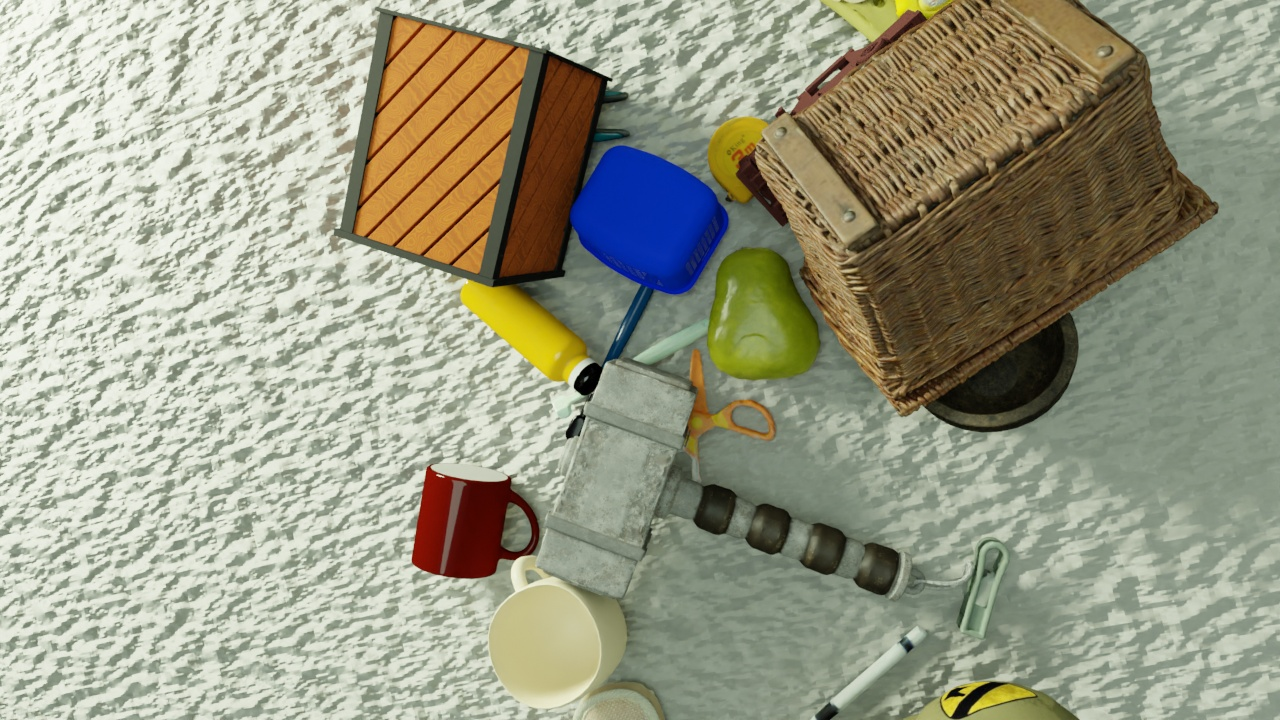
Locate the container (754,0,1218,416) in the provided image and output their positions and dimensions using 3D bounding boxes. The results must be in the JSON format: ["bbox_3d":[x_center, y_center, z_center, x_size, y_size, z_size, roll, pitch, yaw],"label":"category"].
[{"bbox_3d":[0.212,-0.117,0.609,0.250,0.183,0.162,-36,53,12],"label":"container"}]

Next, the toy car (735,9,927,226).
[{"bbox_3d":[0.152,-0.184,0.695,0.170,0.061,0.070,-40,110,18],"label":"toy car"}]

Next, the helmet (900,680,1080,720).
[{"bbox_3d":[0.211,0.333,0.586,0.233,0.255,0.250,-13,85,11],"label":"helmet"}]

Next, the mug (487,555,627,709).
[{"bbox_3d":[-0.066,0.214,0.753,0.096,0.099,0.120,-31,76,11],"label":"mug"}]

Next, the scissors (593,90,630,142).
[{"bbox_3d":[-0.078,-0.204,0.798,0.133,0.019,0.146,-44,84,16],"label":"scissors"}]

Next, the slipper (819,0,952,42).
[{"bbox_3d":[0.185,-0.301,0.696,0.190,0.081,0.092,39,97,15],"label":"slipper"}]

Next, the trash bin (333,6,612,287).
[{"bbox_3d":[-0.130,-0.166,0.736,0.140,0.139,0.172,19,104,14],"label":"trash bin"}]

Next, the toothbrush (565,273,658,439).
[{"bbox_3d":[-0.023,-0.004,0.786,0.014,0.014,0.168,28,96,13],"label":"toothbrush"}]

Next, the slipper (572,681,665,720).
[{"bbox_3d":[0.014,0.399,0.756,0.115,0.052,0.263,-22,84,15],"label":"slipper"}]

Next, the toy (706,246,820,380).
[{"bbox_3d":[0.096,-0.039,0.734,0.090,0.051,0.110,-5,86,13],"label":"toy"}]

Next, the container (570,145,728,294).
[{"bbox_3d":[0.005,-0.117,0.747,0.114,0.058,0.096,30,87,14],"label":"container"}]

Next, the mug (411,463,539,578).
[{"bbox_3d":[-0.138,0.139,0.793,0.105,0.073,0.082,9,93,-14],"label":"mug"}]

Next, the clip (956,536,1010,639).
[{"bbox_3d":[0.262,0.173,0.701,0.023,0.044,0.076,15,94,10],"label":"clip"}]

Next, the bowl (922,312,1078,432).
[{"bbox_3d":[0.259,0.001,0.681,0.121,0.056,0.121,-11,62,22],"label":"bowl"}]

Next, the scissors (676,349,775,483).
[{"bbox_3d":[0.048,0.056,0.767,0.125,0.011,0.131,16,94,14],"label":"scissors"}]

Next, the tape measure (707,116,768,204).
[{"bbox_3d":[0.084,-0.166,0.748,0.068,0.030,0.059,-46,80,4],"label":"tape measure"}]

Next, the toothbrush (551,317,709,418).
[{"bbox_3d":[-0.005,0.004,0.770,0.155,0.015,0.022,-29,62,5],"label":"toothbrush"}]

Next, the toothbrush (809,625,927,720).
[{"bbox_3d":[0.158,0.277,0.734,0.012,0.017,0.187,43,101,-9],"label":"toothbrush"}]

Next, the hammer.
[{"bbox_3d":[0.091,0.129,0.719,0.326,0.079,0.177,20,94,4],"label":"hammer"}]

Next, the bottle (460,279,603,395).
[{"bbox_3d":[-0.090,-0.024,0.775,0.143,0.043,0.043,39,99,23],"label":"bottle"}]
